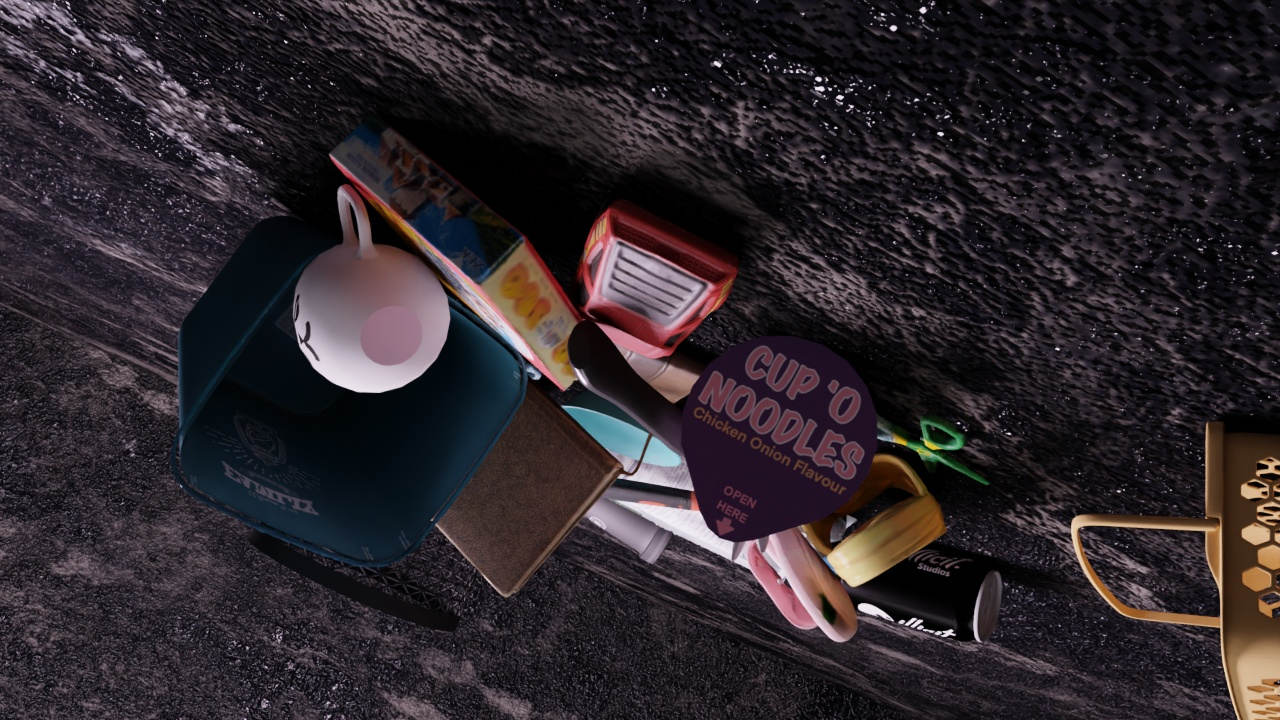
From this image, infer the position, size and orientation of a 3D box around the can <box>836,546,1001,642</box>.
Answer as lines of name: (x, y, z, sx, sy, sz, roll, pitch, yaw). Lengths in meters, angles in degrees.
can: (0.279, 0.228, 0.925, 0.146, 0.080, 0.080, 9, 157, 38)

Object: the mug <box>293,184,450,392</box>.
mug: (-0.162, -0.042, 0.547, 0.076, 0.090, 0.124, 32, 132, 52)

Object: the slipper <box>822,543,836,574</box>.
slipper: (0.159, 0.219, 1.086, 0.213, 0.059, 0.104, 24, 160, -7)

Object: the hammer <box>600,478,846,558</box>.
hammer: (0.034, 0.135, 0.891, 0.333, 0.033, 0.133, 7, 148, 1)

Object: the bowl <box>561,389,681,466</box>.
bowl: (-0.012, 0.049, 0.827, 0.121, 0.046, 0.121, 21, 162, 7)

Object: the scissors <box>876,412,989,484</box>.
scissors: (0.197, 0.060, 0.660, 0.117, 0.012, 0.130, 17, 163, 26)

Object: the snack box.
snack box: (-0.101, -0.061, 0.555, 0.145, 0.040, 0.142, 40, 170, 28)

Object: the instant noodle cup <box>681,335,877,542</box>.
instant noodle cup: (0.095, 0.064, 0.628, 0.122, 0.136, 0.122, 27, 174, 18)

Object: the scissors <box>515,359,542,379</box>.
scissors: (-0.150, -0.005, 0.902, 0.130, 0.013, 0.125, 19, 164, 26)

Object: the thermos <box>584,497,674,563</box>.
thermos: (-0.048, 0.142, 1.063, 0.218, 0.105, 0.106, 28, 162, 0)

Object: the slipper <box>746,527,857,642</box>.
slipper: (0.126, 0.176, 0.765, 0.107, 0.055, 0.221, 53, 180, -1)

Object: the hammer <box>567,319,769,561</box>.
hammer: (0.029, 0.055, 0.642, 0.030, 0.124, 0.311, -19, 151, 17)

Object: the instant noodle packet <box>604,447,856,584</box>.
instant noodle packet: (0.073, 0.145, 0.964, 0.269, 0.057, 0.147, 27, 134, -12)

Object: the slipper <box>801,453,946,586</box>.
slipper: (0.175, 0.116, 0.703, 0.078, 0.099, 0.263, 59, -173, 13)

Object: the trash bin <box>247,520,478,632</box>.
trash bin: (-0.227, 0.110, 0.918, 0.217, 0.243, 0.217, 24, 168, 5)

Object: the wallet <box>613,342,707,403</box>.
wallet: (-0.004, 0.004, 0.725, 0.098, 0.026, 0.121, 23, 162, -7)

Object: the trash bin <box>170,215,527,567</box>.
trash bin: (-0.239, 0.003, 0.702, 0.196, 0.199, 0.219, 38, 177, -38)

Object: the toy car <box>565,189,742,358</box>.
toy car: (-0.001, -0.042, 0.548, 0.081, 0.056, 0.190, 27, 165, -5)

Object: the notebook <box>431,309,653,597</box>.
notebook: (-0.118, 0.060, 0.775, 0.215, 0.190, 0.034, 43, -174, 19)

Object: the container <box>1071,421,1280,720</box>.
container: (0.333, 0.127, 0.498, 0.167, 0.129, 0.183, -2, 151, 35)
